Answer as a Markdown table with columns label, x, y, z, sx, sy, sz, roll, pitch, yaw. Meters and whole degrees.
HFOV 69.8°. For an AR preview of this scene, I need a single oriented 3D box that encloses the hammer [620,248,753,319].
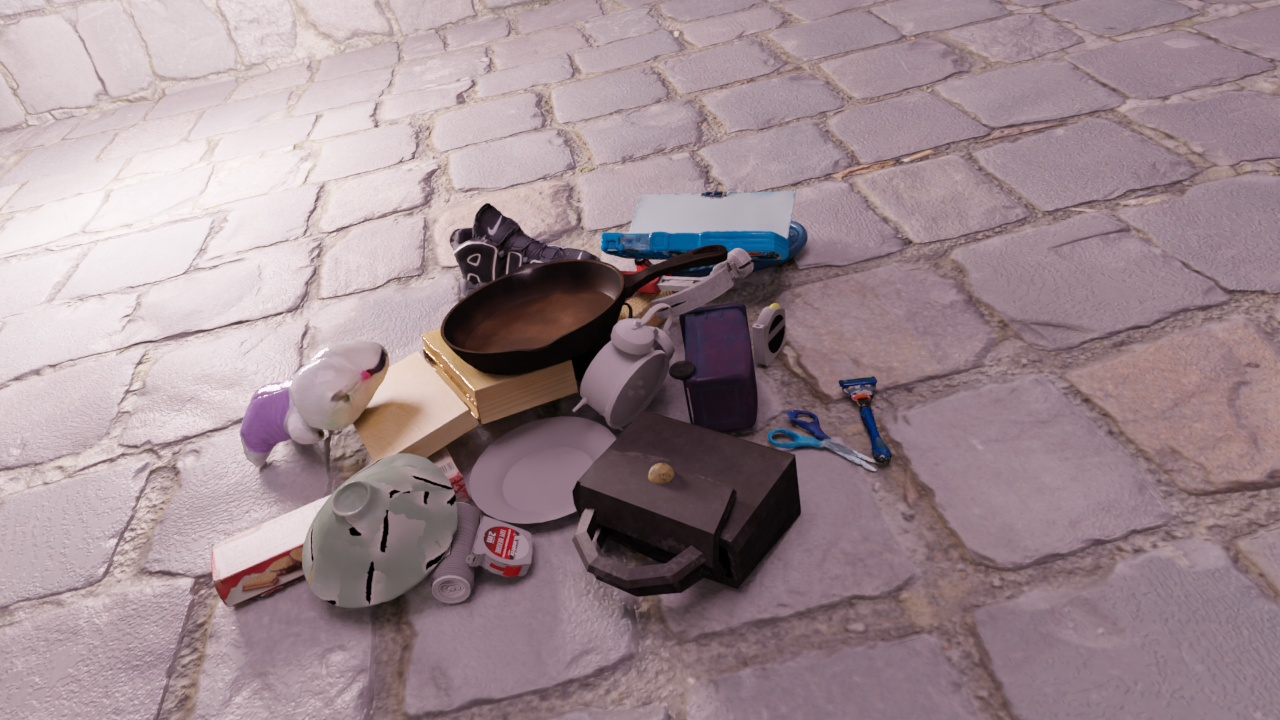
| label | x | y | z | sx | sy | sz | roll | pitch | yaw |
| --- | --- | --- | --- | --- | --- | --- | --- | --- | --- |
| hammer | 0.006 | -0.104 | 1.227 | 0.126 | 0.036 | 0.316 | -35 | 23 | -24 |

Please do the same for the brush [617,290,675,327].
| label | x | y | z | sx | sy | sz | roll | pitch | yaw |
| --- | --- | --- | --- | --- | --- | --- | --- | --- | --- |
| brush | 0.004 | -0.069 | 1.250 | 0.049 | 0.039 | 0.116 | 17 | 40 | 36 |

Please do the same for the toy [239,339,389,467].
| label | x | y | z | sx | sy | sz | roll | pitch | yaw |
| --- | --- | --- | --- | --- | --- | --- | --- | --- | --- |
| toy | -0.408 | 0.044 | 1.139 | 0.210 | 0.085 | 0.137 | -24 | 28 | 27 |

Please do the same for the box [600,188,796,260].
| label | x | y | z | sx | sy | sz | roll | pitch | yaw |
| --- | --- | --- | --- | --- | --- | --- | --- | --- | --- |
| box | 0.086 | -0.174 | 1.279 | 0.244 | 0.075 | 0.166 | 3 | 33 | 22 |

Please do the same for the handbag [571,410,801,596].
| label | x | y | z | sx | sy | sz | roll | pitch | yaw |
| --- | --- | --- | --- | --- | --- | --- | --- | --- | --- |
| handbag | 0.023 | 0.144 | 0.893 | 0.197 | 0.102 | 0.198 | 14 | 43 | 33 |

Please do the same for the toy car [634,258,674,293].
| label | x | y | z | sx | sy | sz | roll | pitch | yaw |
| --- | --- | --- | --- | --- | --- | --- | --- | --- | --- |
| toy car | 0.021 | -0.122 | 1.320 | 0.025 | 0.038 | 0.089 | -28 | 38 | -26 |

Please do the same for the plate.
| label | x | y | z | sx | sy | sz | roll | pitch | yaw |
| --- | --- | --- | --- | --- | --- | --- | --- | --- | --- |
| plate | -0.105 | 0.126 | 1.031 | 0.173 | 0.019 | 0.172 | -8 | 35 | 6 |

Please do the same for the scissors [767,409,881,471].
| label | x | y | z | sx | sy | sz | roll | pitch | yaw |
| --- | --- | --- | --- | --- | --- | --- | --- | --- | --- |
| scissors | 0.206 | 0.087 | 0.994 | 0.134 | 0.016 | 0.073 | 19 | 44 | 35 |

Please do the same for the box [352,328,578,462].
| label | x | y | z | sx | sy | sz | roll | pitch | yaw |
| --- | --- | --- | --- | --- | --- | --- | --- | --- | --- |
| box | -0.235 | 0.031 | 1.141 | 0.256 | 0.076 | 0.247 | -31 | 27 | -15 |

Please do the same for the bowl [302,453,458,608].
| label | x | y | z | sx | sy | sz | roll | pitch | yaw |
| --- | --- | --- | --- | --- | --- | --- | --- | --- | --- |
| bowl | -0.275 | 0.154 | 0.919 | 0.174 | 0.068 | 0.173 | -9 | 50 | 11 |

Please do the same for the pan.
| label | x | y | z | sx | sy | sz | roll | pitch | yaw |
| --- | --- | --- | --- | --- | --- | --- | --- | --- | --- |
| pan | -0.063 | -0.070 | 1.111 | 0.356 | 0.043 | 0.248 | -17 | 29 | -2 |

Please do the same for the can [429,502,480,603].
| label | x | y | z | sx | sy | sz | roll | pitch | yaw |
| --- | --- | --- | --- | --- | --- | --- | --- | --- | --- |
| can | -0.189 | 0.195 | 0.940 | 0.044 | 0.044 | 0.106 | -11 | 35 | 2 |

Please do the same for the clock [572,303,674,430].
| label | x | y | z | sx | sy | sz | roll | pitch | yaw |
| --- | --- | --- | --- | --- | --- | --- | --- | --- | --- |
| clock | -0.007 | 0.006 | 1.060 | 0.061 | 0.119 | 0.159 | 36 | 97 | 21 |

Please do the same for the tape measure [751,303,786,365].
| label | x | y | z | sx | sy | sz | roll | pitch | yaw |
| --- | --- | --- | --- | --- | --- | --- | --- | --- | --- |
| tape measure | 0.159 | -0.034 | 1.132 | 0.017 | 0.064 | 0.064 | 13 | 38 | 31 |

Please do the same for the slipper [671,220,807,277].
| label | x | y | z | sx | sy | sz | roll | pitch | yaw |
| --- | --- | --- | --- | --- | --- | --- | --- | --- | --- |
| slipper | 0.135 | -0.166 | 1.330 | 0.213 | 0.059 | 0.103 | -17 | 33 | -4 |

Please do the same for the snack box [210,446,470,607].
| label | x | y | z | sx | sy | sz | roll | pitch | yaw |
| --- | --- | --- | --- | --- | --- | --- | --- | --- | --- |
| snack box | -0.326 | 0.180 | 1.006 | 0.272 | 0.044 | 0.076 | -23 | 31 | -15 |

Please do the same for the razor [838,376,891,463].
| label | x | y | z | sx | sy | sz | roll | pitch | yaw |
| --- | --- | --- | --- | --- | --- | --- | --- | --- | --- |
| razor | 0.250 | 0.065 | 1.005 | 0.044 | 0.018 | 0.140 | -6 | 36 | 4 |

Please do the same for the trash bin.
| label | x | y | z | sx | sy | sz | roll | pitch | yaw |
| --- | --- | --- | --- | --- | --- | --- | --- | --- | --- |
| trash bin | 0.087 | 0.006 | 1.076 | 0.092 | 0.094 | 0.160 | -7 | 33 | 8 |

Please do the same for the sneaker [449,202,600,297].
| label | x | y | z | sx | sy | sz | roll | pitch | yaw |
| --- | --- | --- | --- | --- | --- | --- | --- | --- | --- |
| sneaker | -0.174 | -0.160 | 1.315 | 0.253 | 0.151 | 0.097 | -2 | 38 | 32 |

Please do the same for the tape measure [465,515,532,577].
| label | x | y | z | sx | sy | sz | roll | pitch | yaw |
| --- | --- | --- | --- | --- | --- | --- | --- | --- | --- |
| tape measure | -0.141 | 0.191 | 0.928 | 0.062 | 0.020 | 0.060 | 20 | 27 | -9 |

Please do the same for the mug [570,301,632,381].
| label | x | y | z | sx | sy | sz | roll | pitch | yaw |
| --- | --- | --- | --- | --- | --- | --- | --- | --- | --- |
| mug | -0.055 | -0.032 | 1.179 | 0.110 | 0.081 | 0.085 | -27 | 37 | -19 |
